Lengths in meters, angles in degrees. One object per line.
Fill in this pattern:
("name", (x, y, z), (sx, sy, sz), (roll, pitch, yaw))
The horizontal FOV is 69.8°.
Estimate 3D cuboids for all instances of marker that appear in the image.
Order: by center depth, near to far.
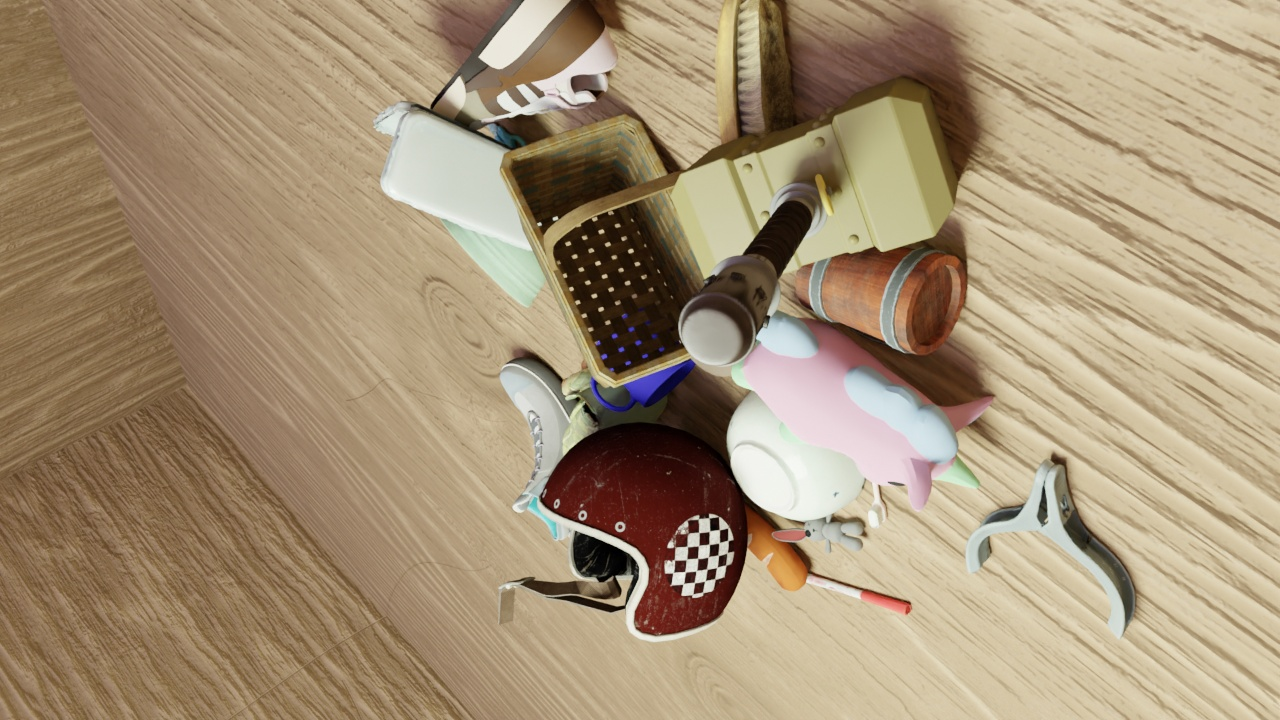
("marker", (0.235, 0.256, 1.013), (0.142, 0.012, 0.013), (6, 123, 51))

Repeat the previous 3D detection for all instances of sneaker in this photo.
("sneaker", (-0.113, -0.281, 0.925), (0.116, 0.111, 0.295), (40, 153, -19))
("sneaker", (-0.138, 0.120, 1.241), (0.256, 0.160, 0.093), (45, 146, 14))

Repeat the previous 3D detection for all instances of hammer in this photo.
("hammer", (0.088, -0.078, 0.582), (0.191, 0.323, 0.101), (-15, 108, 27))

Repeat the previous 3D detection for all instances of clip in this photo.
("clip", (0.330, 0.162, 0.792), (0.165, 0.031, 0.169), (-18, 103, 55))

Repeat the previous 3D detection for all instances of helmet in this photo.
("helmet", (-0.007, 0.193, 0.995), (0.233, 0.233, 0.253), (-163, 76, -67))

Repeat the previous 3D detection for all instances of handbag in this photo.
("handbag", (-0.051, 0.060, 1.122), (0.117, 0.113, 0.187), (55, 150, 15))

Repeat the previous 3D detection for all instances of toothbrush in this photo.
("toothbrush", (0.218, 0.086, 0.879), (0.016, 0.018, 0.181), (10, 125, 40))

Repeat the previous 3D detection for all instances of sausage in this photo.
("sausage", (0.130, 0.202, 1.071), (0.164, 0.044, 0.039), (42, 171, 20))

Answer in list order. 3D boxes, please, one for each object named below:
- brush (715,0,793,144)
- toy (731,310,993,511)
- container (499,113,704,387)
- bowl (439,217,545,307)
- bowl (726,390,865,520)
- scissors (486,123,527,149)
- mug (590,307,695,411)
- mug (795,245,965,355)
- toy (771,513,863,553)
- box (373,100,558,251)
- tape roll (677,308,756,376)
("brush", (0.095, -0.202, 0.745), (0.043, 0.059, 0.196), (17, 134, 33))
("toy", (0.174, 0.030, 0.777), (0.222, 0.120, 0.171), (46, 160, -17))
("container", (-0.018, -0.109, 0.849), (0.250, 0.157, 0.187), (64, 164, 13))
("bowl", (-0.161, -0.141, 1.090), (0.151, 0.077, 0.151), (47, -178, -2))
("bowl", (0.145, 0.102, 0.937), (0.153, 0.072, 0.154), (35, 143, 31))
("scissors", (-0.167, -0.268, 1.073), (0.136, 0.015, 0.056), (55, 146, 13))
("mug", (-0.006, 0.006, 1.015), (0.083, 0.111, 0.079), (48, 179, 12))
("mug", (0.196, -0.047, 0.745), (0.111, 0.081, 0.117), (25, 161, 44))
("toy", (0.191, 0.180, 0.986), (0.112, 0.030, 0.049), (3, 92, 49))
("box", (-0.181, -0.184, 0.977), (0.130, 0.210, 0.105), (2, 76, 56))
("tape roll", (0.078, -0.031, 0.943), (0.094, 0.030, 0.094), (33, 141, 31))
